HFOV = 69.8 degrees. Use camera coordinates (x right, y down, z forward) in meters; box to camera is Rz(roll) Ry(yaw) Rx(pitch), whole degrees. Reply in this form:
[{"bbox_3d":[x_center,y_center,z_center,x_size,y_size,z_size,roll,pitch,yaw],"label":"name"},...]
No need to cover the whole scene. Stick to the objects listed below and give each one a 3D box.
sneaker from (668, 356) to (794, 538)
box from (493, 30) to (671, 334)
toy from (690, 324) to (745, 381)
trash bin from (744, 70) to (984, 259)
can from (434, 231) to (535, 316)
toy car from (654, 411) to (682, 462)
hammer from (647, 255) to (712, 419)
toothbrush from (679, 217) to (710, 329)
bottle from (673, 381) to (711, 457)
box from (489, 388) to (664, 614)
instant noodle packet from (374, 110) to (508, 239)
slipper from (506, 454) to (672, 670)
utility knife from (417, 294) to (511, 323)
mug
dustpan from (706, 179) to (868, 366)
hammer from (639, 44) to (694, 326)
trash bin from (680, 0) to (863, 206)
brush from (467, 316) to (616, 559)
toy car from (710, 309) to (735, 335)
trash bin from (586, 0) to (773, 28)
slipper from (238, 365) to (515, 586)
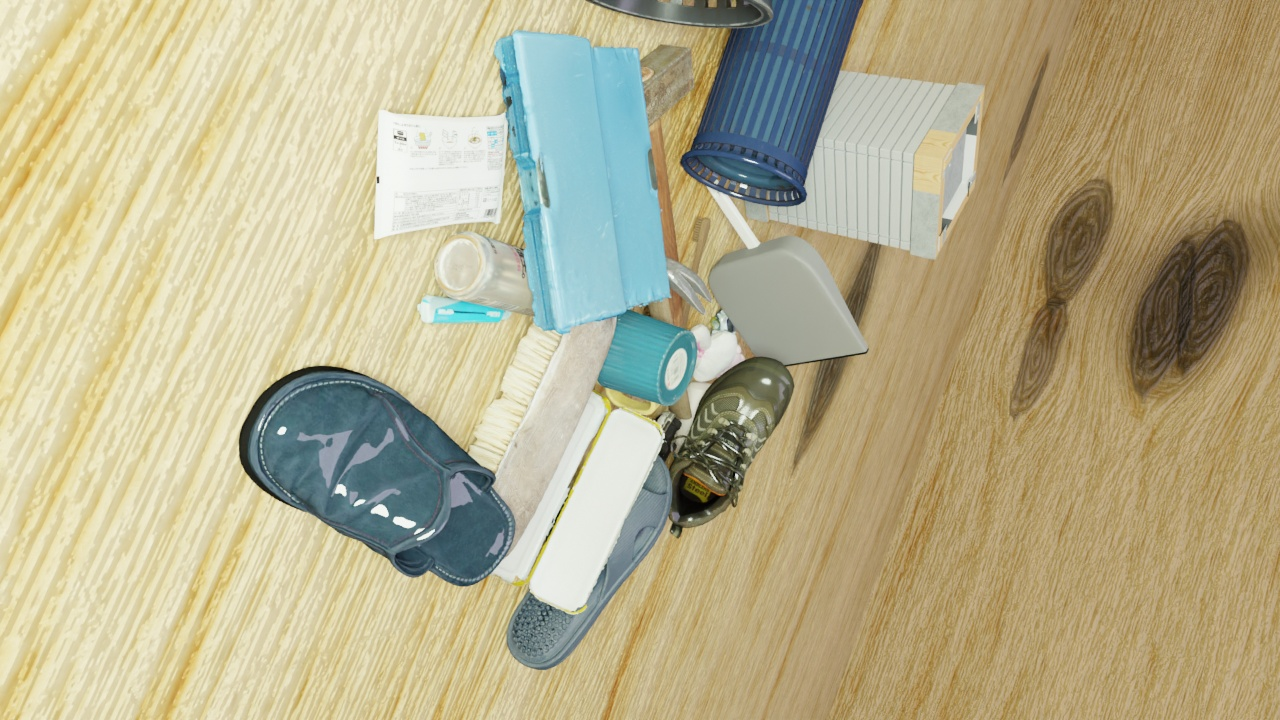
[{"bbox_3d":[0.088,0.105,1.064,0.238,0.101,0.142,-60,177,18],"label":"sneaker"},{"bbox_3d":[-0.037,-0.151,0.769,0.174,0.034,0.231,-21,106,-50],"label":"box"},{"bbox_3d":[0.090,-0.005,1.152,0.125,0.037,0.076,11,113,-50],"label":"toy"},{"bbox_3d":[0.264,-0.247,1.110,0.142,0.247,0.143,-54,147,-31],"label":"trash bin"},{"bbox_3d":[-0.108,-0.068,0.754,0.135,0.054,0.054,9,98,-62],"label":"can"},{"bbox_3d":[0.020,0.099,1.107,0.048,0.040,0.113,-56,166,-28],"label":"toy car"},{"bbox_3d":[0.027,-0.014,1.002,0.030,0.119,0.332,-59,158,-25],"label":"hammer"},{"bbox_3d":[0.057,-0.088,1.084,0.016,0.016,0.167,-15,121,-58],"label":"toothbrush"},{"bbox_3d":[0.070,0.101,1.178,0.051,0.051,0.146,-14,118,-58],"label":"bottle"},{"bbox_3d":[-0.067,0.133,0.905,0.129,0.034,0.209,30,76,-17],"label":"box"},{"bbox_3d":[-0.143,-0.139,0.677,0.134,0.026,0.087,-22,125,-56],"label":"instant noodle packet"},{"bbox_3d":[-0.056,0.195,0.957,0.263,0.101,0.082,-57,150,-19],"label":"slipper"},{"bbox_3d":[-0.141,-0.042,0.753,0.116,0.015,0.022,-5,110,-63],"label":"utility knife"},{"bbox_3d":[-0.006,0.005,0.927,0.083,0.107,0.114,-46,143,-42],"label":"mug"},{"bbox_3d":[0.148,-0.103,1.099,0.257,0.164,0.033,52,54,-21],"label":"dustpan"},{"bbox_3d":[0.011,-0.147,0.939,0.157,0.037,0.301,-49,144,-36],"label":"hammer"},{"bbox_3d":[0.147,-0.308,0.986,0.139,0.139,0.249,25,82,-62],"label":"trash bin"},{"bbox_3d":[-0.099,0.053,0.838,0.271,0.057,0.083,-66,152,-9],"label":"brush"},{"bbox_3d":[0.106,-0.024,1.195,0.038,0.027,0.090,-25,127,-57],"label":"toy car"},{"bbox_3d":[0.042,-0.399,0.722,0.164,0.164,0.227,-9,110,-59],"label":"trash bin"},{"bbox_3d":[-0.165,0.099,0.676,0.108,0.084,0.265,-57,135,-17],"label":"slipper"}]
